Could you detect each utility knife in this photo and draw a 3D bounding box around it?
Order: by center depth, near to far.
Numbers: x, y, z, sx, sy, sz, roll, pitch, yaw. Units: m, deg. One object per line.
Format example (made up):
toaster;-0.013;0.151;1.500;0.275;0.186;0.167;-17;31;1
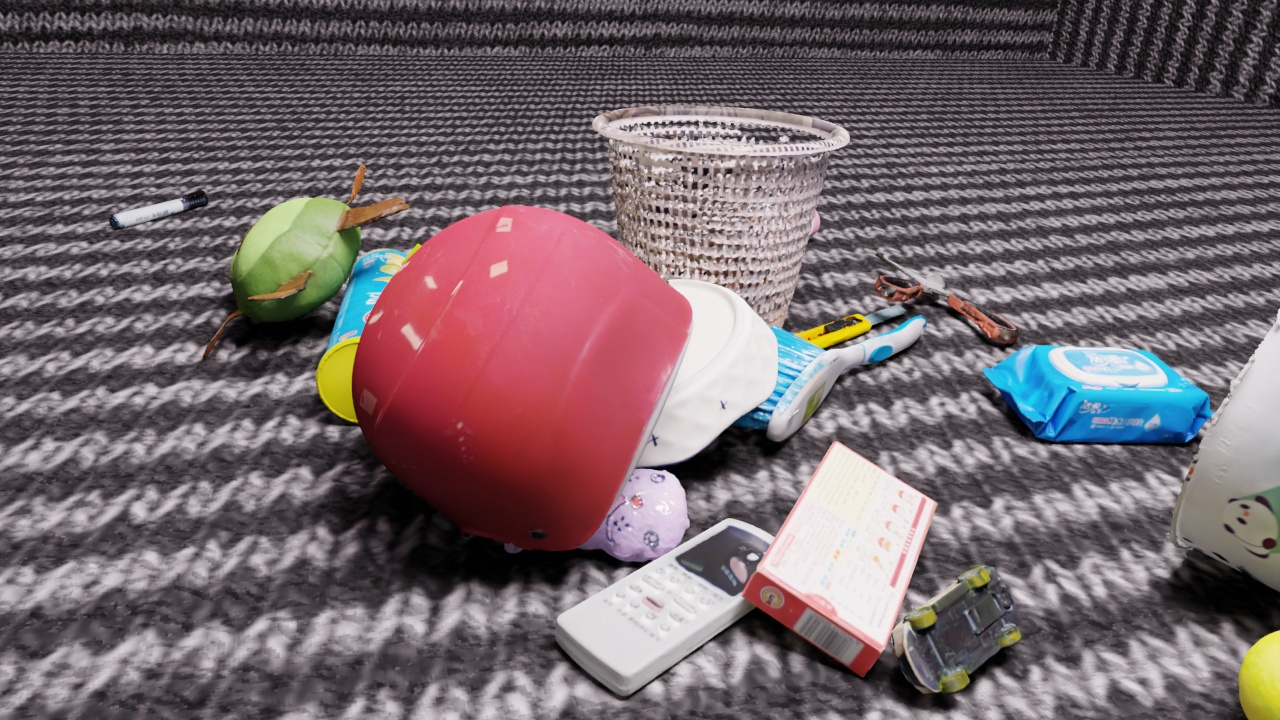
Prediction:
utility knife;0.188;-0.030;0.879;0.218;0.015;0.033;-18;34;-37

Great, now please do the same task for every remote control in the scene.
remote control;0.025;0.132;0.517;0.149;0.021;0.058;-21;35;-40

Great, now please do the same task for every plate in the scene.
plate;-0.004;0.004;0.668;0.205;0.045;0.204;-15;30;9

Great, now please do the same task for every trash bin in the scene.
trash bin;0.463;0.075;0.472;0.229;0.230;0.252;-16;38;-34
trash bin;0.066;-0.124;0.848;0.227;0.192;0.227;2;23;-1

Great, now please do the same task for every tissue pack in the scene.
tissue pack;0.369;0.025;0.742;0.157;0.052;0.094;1;26;-4

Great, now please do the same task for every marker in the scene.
marker;-0.582;-0.184;1.112;0.018;0.023;0.130;20;29;19

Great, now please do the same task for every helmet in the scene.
helmet;-0.098;-0.008;0.564;0.240;0.144;0.206;5;61;45

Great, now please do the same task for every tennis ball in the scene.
tennis ball;0.324;0.161;0.438;0.065;0.065;0.065;2;26;-1

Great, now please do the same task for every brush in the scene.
brush;0.157;-0.002;0.784;0.109;0.061;0.313;21;28;22

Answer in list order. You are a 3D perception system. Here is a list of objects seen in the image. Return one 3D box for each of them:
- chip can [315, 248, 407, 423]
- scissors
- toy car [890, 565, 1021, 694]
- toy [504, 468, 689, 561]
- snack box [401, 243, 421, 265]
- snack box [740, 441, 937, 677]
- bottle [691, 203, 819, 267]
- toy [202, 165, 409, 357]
chip can;-0.219;-0.027;0.767;0.071;0.071;0.210;-2;25;-10
scissors;0.306;-0.069;0.948;0.189;0.015;0.225;30;24;26
toy car;0.166;0.143;0.487;0.090;0.035;0.042;-19;77;-39
toy;-0.022;0.090;0.570;0.108;0.039;0.083;7;59;11
snack box;-0.139;-0.039;0.779;0.026;0.086;0.156;-49;45;-3
snack box;0.123;0.109;0.544;0.077;0.027;0.155;32;33;13
bottle;0.142;-0.149;1.070;0.068;0.068;0.196;23;28;35
toy;-0.307;-0.090;0.811;0.247;0.090;0.226;-3;45;55
